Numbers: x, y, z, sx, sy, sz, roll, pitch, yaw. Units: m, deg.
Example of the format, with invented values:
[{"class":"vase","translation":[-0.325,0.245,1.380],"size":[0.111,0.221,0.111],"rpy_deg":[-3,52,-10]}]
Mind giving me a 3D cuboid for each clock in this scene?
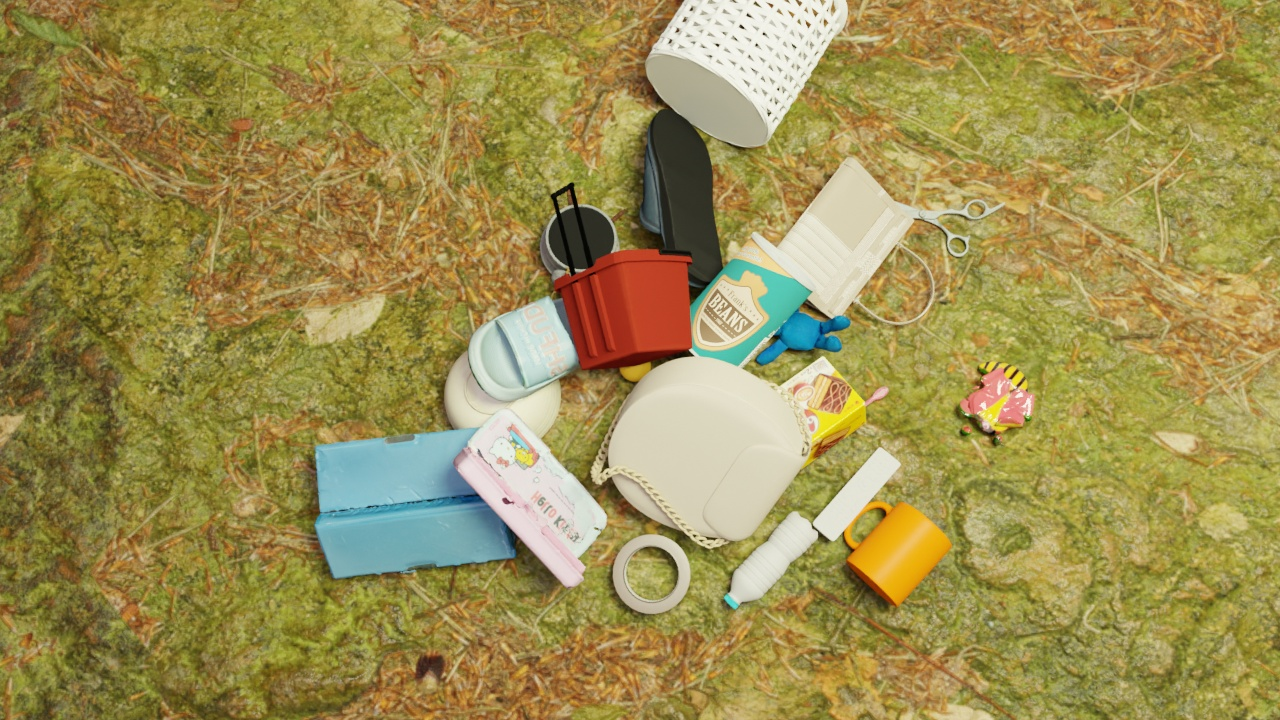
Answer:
[{"class":"clock","translation":[-0.082,-0.138,1.184],"size":[0.104,0.056,0.147],"rpy_deg":[20,76,-2]}]

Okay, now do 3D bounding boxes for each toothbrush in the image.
[{"class":"toothbrush","translation":[0.254,0.074,1.144],"size":[0.135,0.016,0.021],"rpy_deg":[-35,79,-1]}]

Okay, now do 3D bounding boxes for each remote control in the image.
[{"class":"remote control","translation":[0.264,0.163,1.120],"size":[0.033,0.012,0.130],"rpy_deg":[41,78,17]}]

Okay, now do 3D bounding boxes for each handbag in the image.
[{"class":"handbag","translation":[0.070,0.107,1.055],"size":[0.208,0.103,0.211],"rpy_deg":[26,125,-2]},{"class":"handbag","translation":[0.283,-0.125,1.161],"size":[0.198,0.062,0.175],"rpy_deg":[38,85,4]}]

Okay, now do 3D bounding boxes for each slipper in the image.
[{"class":"slipper","translation":[0.036,-0.200,1.169],"size":[0.084,0.108,0.265],"rpy_deg":[-30,55,40]},{"class":"slipper","translation":[-0.098,-0.034,1.115],"size":[0.244,0.074,0.104],"rpy_deg":[-22,76,-30]}]

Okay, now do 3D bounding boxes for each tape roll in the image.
[{"class":"tape roll","translation":[0.014,0.259,1.115],"size":[0.094,0.030,0.093],"rpy_deg":[-1,79,3]}]

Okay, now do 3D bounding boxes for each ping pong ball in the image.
[{"class":"ping pong ball","translation":[-0.007,0.007,1.160],"size":[0.040,0.040,0.040],"rpy_deg":[-1,79,3]}]

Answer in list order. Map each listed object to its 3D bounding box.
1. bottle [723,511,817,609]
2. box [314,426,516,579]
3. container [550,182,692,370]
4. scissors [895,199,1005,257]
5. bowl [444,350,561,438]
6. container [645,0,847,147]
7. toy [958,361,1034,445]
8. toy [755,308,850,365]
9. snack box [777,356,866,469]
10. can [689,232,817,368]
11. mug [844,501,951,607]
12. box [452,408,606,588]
[{"class":"bottle","translation":[0.153,0.243,1.102],"size":[0.044,0.044,0.136],"rpy_deg":[44,85,10]},{"class":"box","translation":[-0.277,0.177,1.110],"size":[0.232,0.060,0.175],"rpy_deg":[-8,101,3]},{"class":"container","translation":[-0.024,-0.099,1.056],"size":[0.126,0.148,0.200],"rpy_deg":[-5,82,-39]},{"class":"scissors","translation":[0.380,-0.196,1.185],"size":[0.153,0.014,0.131],"rpy_deg":[43,94,8]},{"class":"bowl","translation":[-0.179,0.039,1.147],"size":[0.151,0.075,0.150],"rpy_deg":[-1,79,4]},{"class":"container","translation":[0.131,-0.400,1.155],"size":[0.189,0.189,0.186],"rpy_deg":[31,83,9]},{"class":"toy","translation":[0.438,0.049,1.124],"size":[0.084,0.046,0.103],"rpy_deg":[15,75,20]},{"class":"toy","translation":[0.176,-0.050,1.141],"size":[0.176,0.071,0.112],"rpy_deg":[12,81,26]},{"class":"snack box","translation":[0.207,0.064,1.115],"size":[0.105,0.061,0.083],"rpy_deg":[-35,62,-3]},{"class":"can","translation":[0.121,-0.063,1.077],"size":[0.099,0.099,0.144],"rpy_deg":[44,106,10]},{"class":"mug","translation":[0.293,0.218,1.089],"size":[0.096,0.077,0.112],"rpy_deg":[-46,52,-6]},{"class":"box","translation":[-0.119,0.156,1.073],"size":[0.101,0.111,0.201],"rpy_deg":[-43,103,-12]}]
